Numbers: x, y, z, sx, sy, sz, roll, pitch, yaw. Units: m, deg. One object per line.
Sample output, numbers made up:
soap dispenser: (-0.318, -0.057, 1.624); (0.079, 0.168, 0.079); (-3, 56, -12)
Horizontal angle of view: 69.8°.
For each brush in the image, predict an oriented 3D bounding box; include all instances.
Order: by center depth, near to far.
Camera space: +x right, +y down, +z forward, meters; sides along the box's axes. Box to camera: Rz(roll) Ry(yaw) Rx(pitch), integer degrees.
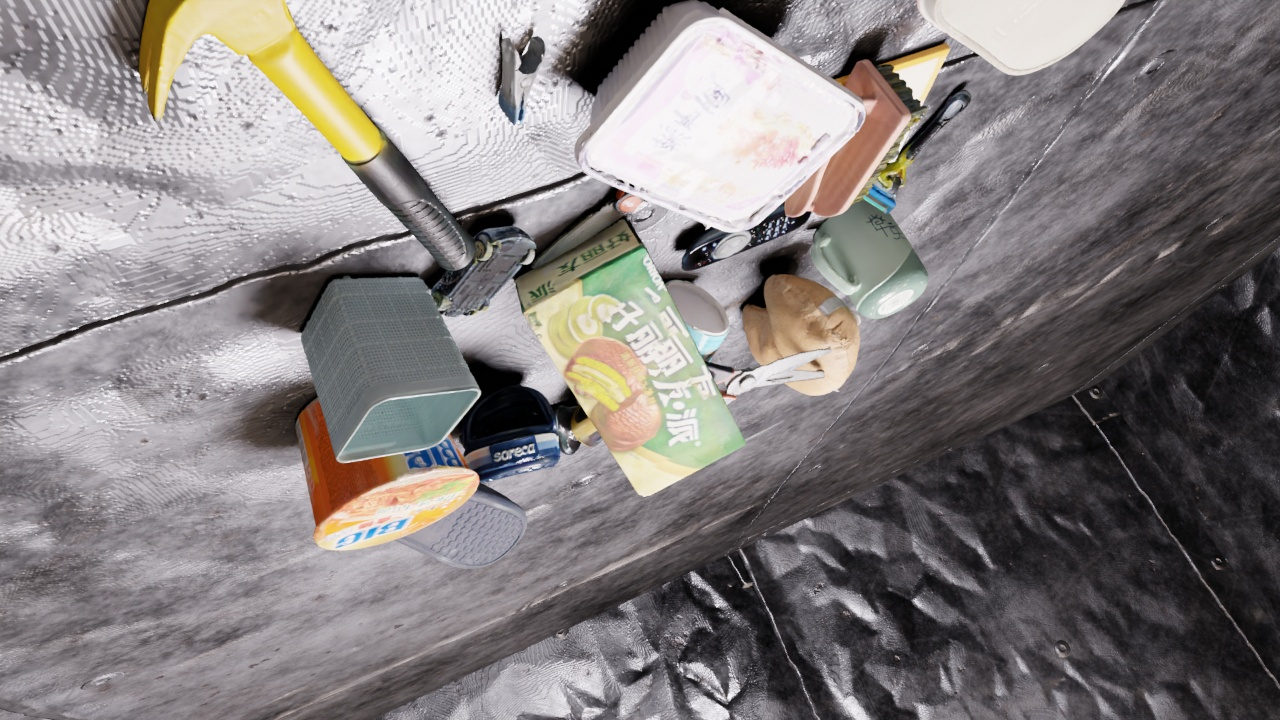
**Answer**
brush: (0.166, -0.171, 0.751); (0.073, 0.063, 0.146); (-21, 159, -25)

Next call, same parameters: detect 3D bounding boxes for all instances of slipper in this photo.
slipper: (0.282, -0.277, 0.682); (0.273, 0.054, 0.114); (-9, 153, -46)
slipper: (-0.137, 0.074, 0.940); (0.105, 0.095, 0.253); (-10, 179, -7)
slipper: (-0.237, 0.163, 1.075); (0.111, 0.083, 0.268); (-43, 139, 10)

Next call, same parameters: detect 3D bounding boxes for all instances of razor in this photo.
razor: (0.265, -0.204, 0.880); (0.042, 0.022, 0.143); (28, 134, -10)
razor: (-0.050, 0.060, 1.029); (0.067, 0.062, 0.168); (30, 150, -19)

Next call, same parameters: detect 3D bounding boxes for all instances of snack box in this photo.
snack box: (-0.005, 0.005, 0.814); (0.114, 0.063, 0.240); (-28, 123, 2)

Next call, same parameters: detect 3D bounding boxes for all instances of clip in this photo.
clip: (-0.075, -0.168, 0.549); (0.028, 0.024, 0.057); (-19, 154, -30)

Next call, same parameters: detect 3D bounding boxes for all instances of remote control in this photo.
remote control: (0.097, -0.122, 0.864); (0.136, 0.024, 0.053); (-22, 160, -10)

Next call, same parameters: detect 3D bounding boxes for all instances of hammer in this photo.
hammer: (-0.163, -0.125, 0.532); (0.129, 0.033, 0.301); (-27, 159, 2)

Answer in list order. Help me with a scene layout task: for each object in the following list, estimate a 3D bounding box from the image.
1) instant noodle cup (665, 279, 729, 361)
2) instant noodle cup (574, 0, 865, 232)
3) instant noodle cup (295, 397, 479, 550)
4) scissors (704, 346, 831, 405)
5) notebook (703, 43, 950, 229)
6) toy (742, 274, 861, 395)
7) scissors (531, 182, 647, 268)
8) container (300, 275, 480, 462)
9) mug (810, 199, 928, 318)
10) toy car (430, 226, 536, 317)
instant noodle cup: (0.027, -0.014, 0.931); (0.111, 0.111, 0.121); (-6, 143, -44)
instant noodle cup: (0.049, -0.166, 0.616); (0.173, 0.060, 0.138); (15, 136, -40)
instant noodle cup: (-0.236, 0.088, 0.831); (0.151, 0.111, 0.151); (-24, 159, -10)
scissors: (0.086, 0.031, 0.921); (0.197, 0.015, 0.214); (29, 112, -39)
notebook: (0.155, -0.190, 0.791); (0.206, 0.010, 0.146); (-21, 157, -15)
toy: (0.174, -0.016, 1.045); (0.082, 0.143, 0.226); (-34, 173, -16)
scissors: (0.010, -0.128, 0.735); (0.125, 0.021, 0.236); (8, 140, -41)
container: (-0.192, 0.003, 0.685); (0.090, 0.111, 0.090); (-6, 150, -44)
mug: (0.233, -0.102, 0.959); (0.111, 0.106, 0.082); (-14, 156, -31)
toy car: (-0.124, -0.070, 0.708); (0.048, 0.031, 0.106); (-2, 149, -49)
